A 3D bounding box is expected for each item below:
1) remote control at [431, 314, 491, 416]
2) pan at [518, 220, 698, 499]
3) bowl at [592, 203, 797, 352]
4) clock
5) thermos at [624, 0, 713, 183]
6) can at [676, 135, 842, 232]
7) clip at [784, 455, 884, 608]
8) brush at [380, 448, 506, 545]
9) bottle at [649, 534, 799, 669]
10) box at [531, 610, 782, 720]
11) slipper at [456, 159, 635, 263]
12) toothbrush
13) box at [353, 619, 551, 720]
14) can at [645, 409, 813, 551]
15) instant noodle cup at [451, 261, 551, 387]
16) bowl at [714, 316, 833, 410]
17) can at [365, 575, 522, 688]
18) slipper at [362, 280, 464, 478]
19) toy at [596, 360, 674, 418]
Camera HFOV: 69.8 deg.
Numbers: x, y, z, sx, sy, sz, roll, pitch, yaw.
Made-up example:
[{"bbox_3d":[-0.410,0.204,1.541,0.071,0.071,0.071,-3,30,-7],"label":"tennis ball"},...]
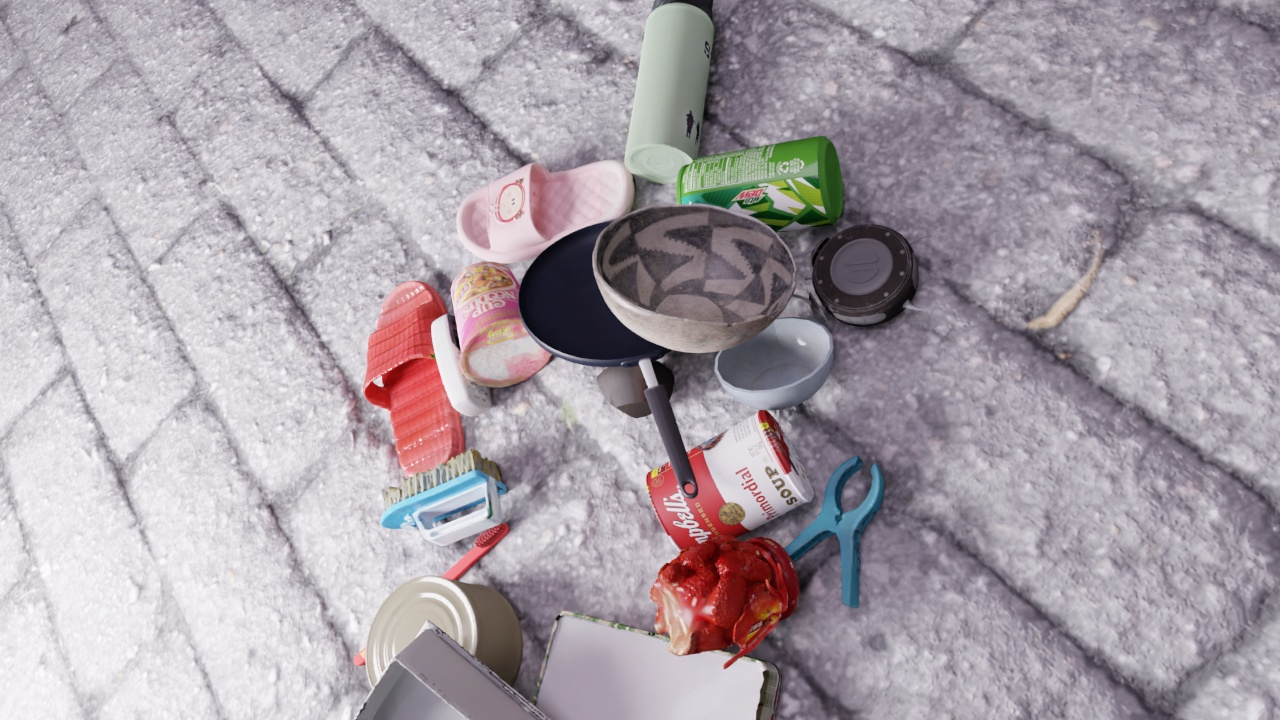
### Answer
[{"bbox_3d":[-0.190,0.006,0.975,0.028,0.060,0.114,-28,60,16],"label":"remote control"},{"bbox_3d":[-0.002,-0.013,0.851,0.198,0.021,0.356,-16,48,-4],"label":"pan"},{"bbox_3d":[0.044,-0.061,0.813,0.178,0.081,0.178,4,42,-4],"label":"bowl"},{"bbox_3d":[0.197,-0.074,0.824,0.123,0.044,0.091,-3,68,26],"label":"clock"},{"bbox_3d":[0.032,-0.309,0.985,0.082,0.082,0.231,-2,69,26],"label":"thermos"},{"bbox_3d":[0.114,-0.162,0.879,0.144,0.083,0.083,-4,68,25],"label":"can"},{"bbox_3d":[0.159,0.134,0.770,0.102,0.027,0.119,24,82,30],"label":"clip"},{"bbox_3d":[-0.204,0.149,0.925,0.136,0.055,0.075,-23,56,17],"label":"brush"},{"bbox_3d":[0.068,0.187,0.727,0.099,0.111,0.099,12,105,55],"label":"bottle"},{"bbox_3d":[0.010,0.286,0.767,0.206,0.051,0.117,4,68,27],"label":"box"},{"bbox_3d":[-0.108,-0.168,1.010,0.222,0.055,0.106,-8,68,23],"label":"slipper"},{"bbox_3d":[-0.213,0.234,0.917,0.212,0.018,0.012,-43,57,5],"label":"toothbrush"},{"bbox_3d":[-0.224,0.413,0.777,0.166,0.098,0.369,36,103,9],"label":"box"},{"bbox_3d":[0.076,0.106,0.784,0.116,0.086,0.086,-30,59,13],"label":"can"},{"bbox_3d":[-0.153,-0.044,0.963,0.098,0.097,0.108,-34,52,10],"label":"instant noodle cup"},{"bbox_3d":[0.122,0.008,0.816,0.106,0.039,0.106,-15,34,11],"label":"bowl"},{"bbox_3d":[-0.183,0.268,0.855,0.128,0.073,0.127,-10,65,23],"label":"can"},{"bbox_3d":[-0.254,0.016,1.005,0.104,0.059,0.248,-24,62,16],"label":"slipper"},{"bbox_3d":[-0.005,0.005,0.887,0.076,0.063,0.100,1,62,-14],"label":"toy"}]
